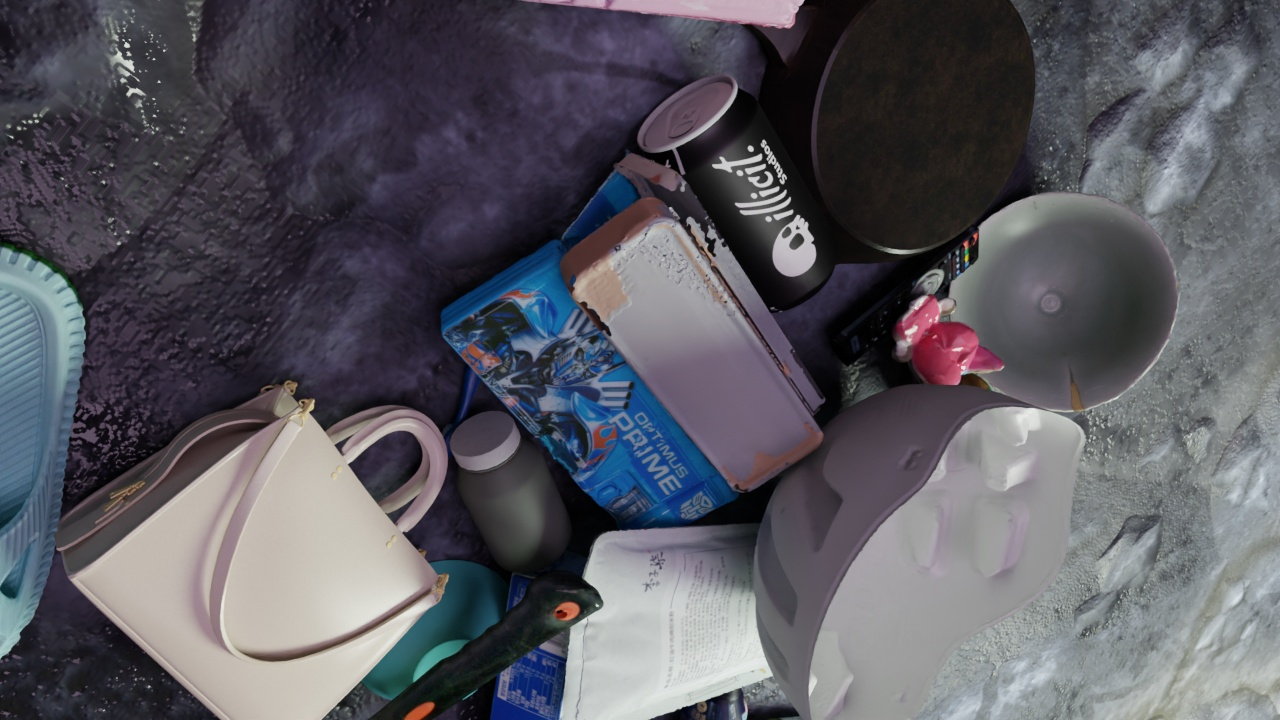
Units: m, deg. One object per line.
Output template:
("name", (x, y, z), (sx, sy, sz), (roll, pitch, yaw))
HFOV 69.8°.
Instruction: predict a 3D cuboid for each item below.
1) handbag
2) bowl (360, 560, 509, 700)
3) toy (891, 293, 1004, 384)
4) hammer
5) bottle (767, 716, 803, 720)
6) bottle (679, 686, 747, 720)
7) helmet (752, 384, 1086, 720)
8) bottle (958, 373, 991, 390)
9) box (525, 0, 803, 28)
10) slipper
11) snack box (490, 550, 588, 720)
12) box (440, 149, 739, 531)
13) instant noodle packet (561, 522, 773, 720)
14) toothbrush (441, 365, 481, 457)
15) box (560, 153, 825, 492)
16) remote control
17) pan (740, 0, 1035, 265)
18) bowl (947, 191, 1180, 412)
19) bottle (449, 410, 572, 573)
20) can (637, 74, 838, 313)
("handbag", (-0.200, 0.107, 0.557), (0.197, 0.101, 0.195), (-40, 124, -20))
("bowl", (-0.139, 0.206, 0.647), (0.121, 0.046, 0.121), (-10, 115, -22))
("toy", (0.233, -0.014, 0.730), (0.065, 0.050, 0.102), (-41, 116, 10))
("hammer", (-0.162, 0.241, 0.610), (0.334, 0.033, 0.133), (-39, 124, 13))
("bottle", (0.129, 0.349, 0.843), (0.109, 0.043, 0.043), (7, 107, -30))
("bottle", (0.061, 0.308, 0.783), (0.056, 0.056, 0.161), (-2, 112, -26))
("helmet", (0.183, 0.137, 0.644), (0.281, 0.184, 0.224), (-46, 131, -39))
("bottle", (0.316, 0.095, 0.812), (0.068, 0.068, 0.209), (-47, 123, -2))
("box", (-0.009, -0.230, 0.479), (0.232, 0.098, 0.099), (1, 108, -18))
("slipper", (-0.361, 0.072, 0.472), (0.115, 0.069, 0.276), (14, 103, -33))
("snack box", (-0.074, 0.252, 0.677), (0.059, 0.059, 0.226), (-28, 130, -66))
("box", (0.004, 0.008, 0.618), (0.174, 0.064, 0.243), (-43, 126, -9))
("instant noodle packet", (0.054, 0.188, 0.695), (0.268, 0.057, 0.147), (3, 97, -40))
("toothbrush", (-0.105, 0.002, 0.599), (0.021, 0.016, 0.132), (18, 100, -31))
("box", (0.035, -0.013, 0.577), (0.107, 0.095, 0.216), (-50, 127, -14))
("remote control", (0.208, -0.052, 0.718), (0.140, 0.021, 0.045), (-38, 148, -3))
("pan", (0.141, -0.195, 0.619), (0.355, 0.043, 0.249), (22, 100, -32))
("bowl", (0.340, -0.048, 0.758), (0.174, 0.067, 0.174), (1, 93, 14))
("bottle", (-0.087, 0.088, 0.610), (0.060, 0.060, 0.108), (-28, 127, -14))
("can", (0.066, -0.104, 0.598), (0.080, 0.080, 0.146), (-42, 123, -5))
